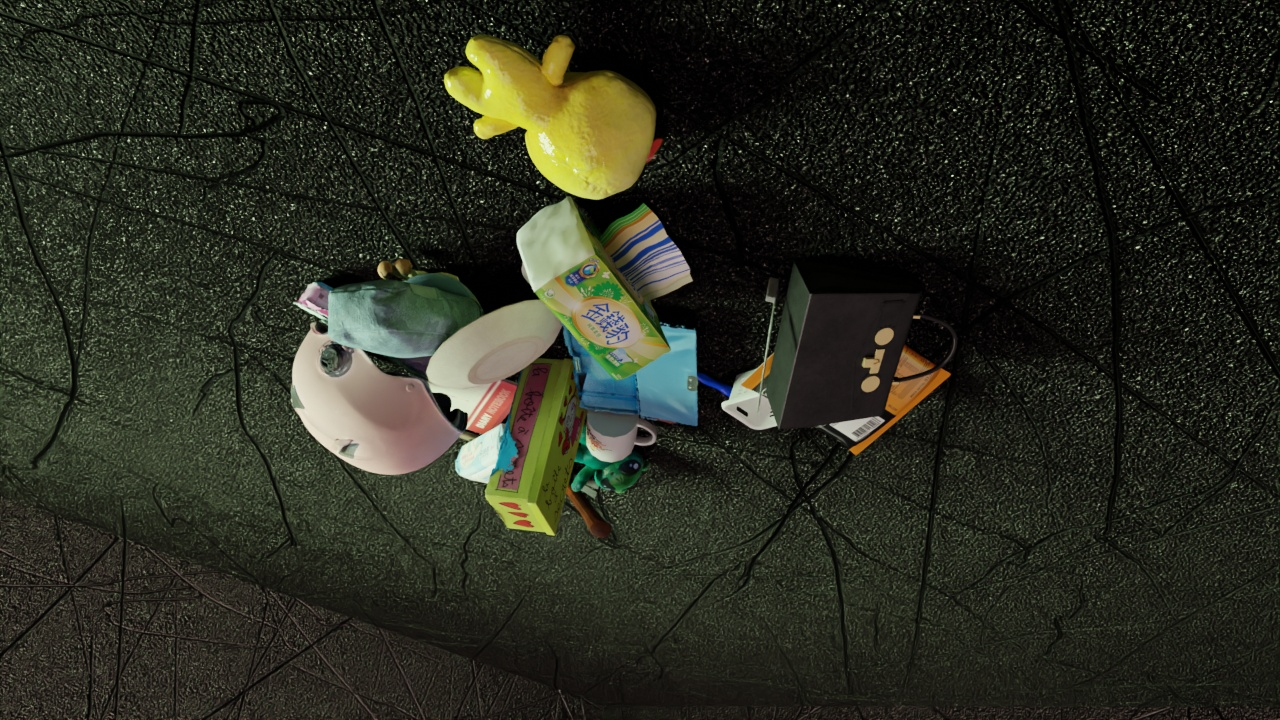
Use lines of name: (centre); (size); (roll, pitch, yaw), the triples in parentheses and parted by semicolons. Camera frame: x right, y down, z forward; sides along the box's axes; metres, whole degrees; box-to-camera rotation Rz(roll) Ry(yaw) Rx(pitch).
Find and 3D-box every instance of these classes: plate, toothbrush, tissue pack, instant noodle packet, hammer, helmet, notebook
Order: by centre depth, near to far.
toothbrush: (0.132, -0.019, 0.983); (0.010, 0.181, 0.010); (13, 145, 2)
tissue pack: (-0.023, -0.091, 1.000); (0.141, 0.120, 0.197); (-30, 145, 9)
instant noodle packet: (0.254, 0.023, 1.120); (0.220, 0.032, 0.160); (30, 117, -30)
plate: (-0.172, -0.011, 1.140); (0.188, 0.027, 0.189); (-27, 162, -10)
toothbrush: (0.096, 0.027, 1.242); (0.182, 0.016, 0.018); (26, 142, -24)
helmet: (-0.374, 0.061, 1.255); (0.255, 0.152, 0.230); (35, 173, 8)
notebook: (-0.273, 0.058, 1.418); (0.153, 0.012, 0.209); (20, 149, -17)
hammer: (-0.098, 0.223, 1.472); (0.111, 0.028, 0.301); (17, -176, -18)
tissue pack: (-0.222, 0.164, 1.516); (0.112, 0.069, 0.182); (18, 151, -30)

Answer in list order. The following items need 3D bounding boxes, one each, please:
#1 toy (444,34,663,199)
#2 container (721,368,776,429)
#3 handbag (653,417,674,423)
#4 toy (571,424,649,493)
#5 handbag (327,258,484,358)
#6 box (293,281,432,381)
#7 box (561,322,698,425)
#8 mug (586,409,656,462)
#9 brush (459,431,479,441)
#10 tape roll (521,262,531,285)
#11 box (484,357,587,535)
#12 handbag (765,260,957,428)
toy: (-0.070, -0.212, 0.808); (0.207, 0.092, 0.134); (30, 142, -26)
container: (0.179, 0.042, 1.207); (0.129, 0.049, 0.080); (-20, 139, 42)
handbag: (0.044, 0.045, 1.285); (0.055, 0.029, 0.120); (19, 144, -4)
toy: (-0.058, 0.157, 1.465); (0.131, 0.072, 0.193); (-41, 131, 12)
handbag: (-0.279, -0.062, 1.099); (0.122, 0.118, 0.191); (-6, 171, 28)
box: (-0.357, -0.030, 1.247); (0.230, 0.035, 0.160); (33, 164, -25)
box: (-0.007, 0.007, 1.207); (0.174, 0.033, 0.232); (9, 147, 8)
mug: (-0.028, 0.101, 1.349); (0.105, 0.073, 0.090); (10, 150, 1)
brush: (-0.335, 0.109, 1.524); (0.151, 0.012, 0.039); (24, 147, -23)
tape roll: (-0.093, -0.103, 1.080); (0.093, 0.013, 0.093); (8, 151, 4)
box: (-0.138, 0.117, 1.269); (0.081, 0.220, 0.124); (3, 147, 12)
handbag: (0.257, -0.013, 1.025); (0.195, 0.072, 0.176); (2, 124, -7)
